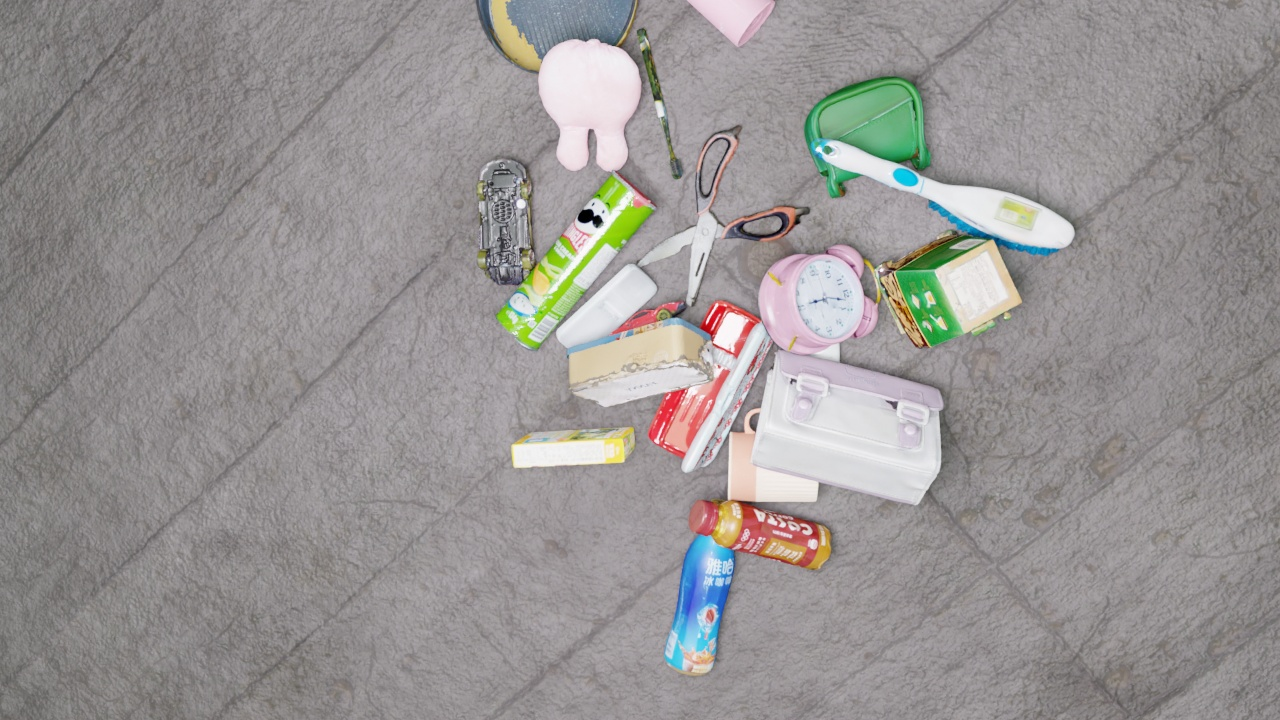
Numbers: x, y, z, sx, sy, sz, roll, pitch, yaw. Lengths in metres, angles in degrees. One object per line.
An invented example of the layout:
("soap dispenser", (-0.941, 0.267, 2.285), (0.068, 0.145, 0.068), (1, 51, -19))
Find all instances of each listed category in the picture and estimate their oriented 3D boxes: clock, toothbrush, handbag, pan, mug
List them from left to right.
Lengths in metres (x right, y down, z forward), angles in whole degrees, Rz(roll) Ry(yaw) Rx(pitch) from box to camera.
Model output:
("pan", (-0.127, -0.514, 1.086), (0.198, 0.078, 0.357), (-18, 94, 10))
("toothbrush", (0.024, -0.313, 1.117), (0.012, 0.017, 0.186), (-15, 94, -10))
("mug", (0.161, 0.115, 1.115), (0.106, 0.081, 0.114), (1, 85, 7))
("clock", (0.214, -0.072, 1.056), (0.158, 0.060, 0.117), (-18, 93, -28))
("handbag", (0.239, 0.068, 1.055), (0.197, 0.144, 0.099), (14, 135, 3))
("handbag", (0.261, -0.261, 1.067), (0.131, 0.068, 0.120), (-17, 102, 9))

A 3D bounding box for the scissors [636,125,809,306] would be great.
("scissors", (0.091, -0.176, 1.123), (0.223, 0.015, 0.189), (-19, 93, 10))

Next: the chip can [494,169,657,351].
("chip can", (-0.080, -0.120, 1.128), (0.072, 0.072, 0.236), (41, 101, 2))

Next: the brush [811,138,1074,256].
("brush", (0.338, -0.187, 1.033), (0.314, 0.109, 0.060), (20, 99, 4))

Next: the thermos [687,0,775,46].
("thermos", (0.062, -0.457, 1.060), (0.198, 0.087, 0.067), (44, 99, 0))

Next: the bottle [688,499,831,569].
("bottle", (0.143, 0.207, 1.105), (0.174, 0.057, 0.057), (17, 99, -19))

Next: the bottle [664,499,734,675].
("bottle", (0.081, 0.282, 1.153), (0.065, 0.065, 0.219), (12, 97, 7))

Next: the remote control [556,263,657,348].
("remote control", (-0.042, -0.062, 1.142), (0.136, 0.020, 0.056), (-42, 129, 11))

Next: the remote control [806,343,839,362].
("remote control", (0.213, -0.053, 1.116), (0.056, 0.019, 0.135), (-2, 96, 8))

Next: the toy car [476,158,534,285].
("toy car", (-0.167, -0.173, 1.149), (0.070, 0.042, 0.158), (1, 98, 8))

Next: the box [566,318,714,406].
("box", (-0.006, 0.006, 1.094), (0.185, 0.089, 0.061), (-12, 67, 31))

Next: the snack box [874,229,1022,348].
("snack box", (0.354, -0.083, 1.032), (0.118, 0.106, 0.117), (-28, 94, -9))

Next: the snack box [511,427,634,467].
("snack box", (-0.082, 0.108, 1.146), (0.140, 0.087, 0.034), (-6, 95, 9))

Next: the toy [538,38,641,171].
("toy", (-0.061, -0.303, 1.096), (0.121, 0.054, 0.160), (3, 125, 1))

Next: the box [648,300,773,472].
("box", (0.084, 0.033, 1.105), (0.095, 0.101, 0.201), (27, 99, 4))

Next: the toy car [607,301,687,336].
("toy car", (0.009, -0.047, 1.133), (0.106, 0.049, 0.031), (-28, 88, 13))
